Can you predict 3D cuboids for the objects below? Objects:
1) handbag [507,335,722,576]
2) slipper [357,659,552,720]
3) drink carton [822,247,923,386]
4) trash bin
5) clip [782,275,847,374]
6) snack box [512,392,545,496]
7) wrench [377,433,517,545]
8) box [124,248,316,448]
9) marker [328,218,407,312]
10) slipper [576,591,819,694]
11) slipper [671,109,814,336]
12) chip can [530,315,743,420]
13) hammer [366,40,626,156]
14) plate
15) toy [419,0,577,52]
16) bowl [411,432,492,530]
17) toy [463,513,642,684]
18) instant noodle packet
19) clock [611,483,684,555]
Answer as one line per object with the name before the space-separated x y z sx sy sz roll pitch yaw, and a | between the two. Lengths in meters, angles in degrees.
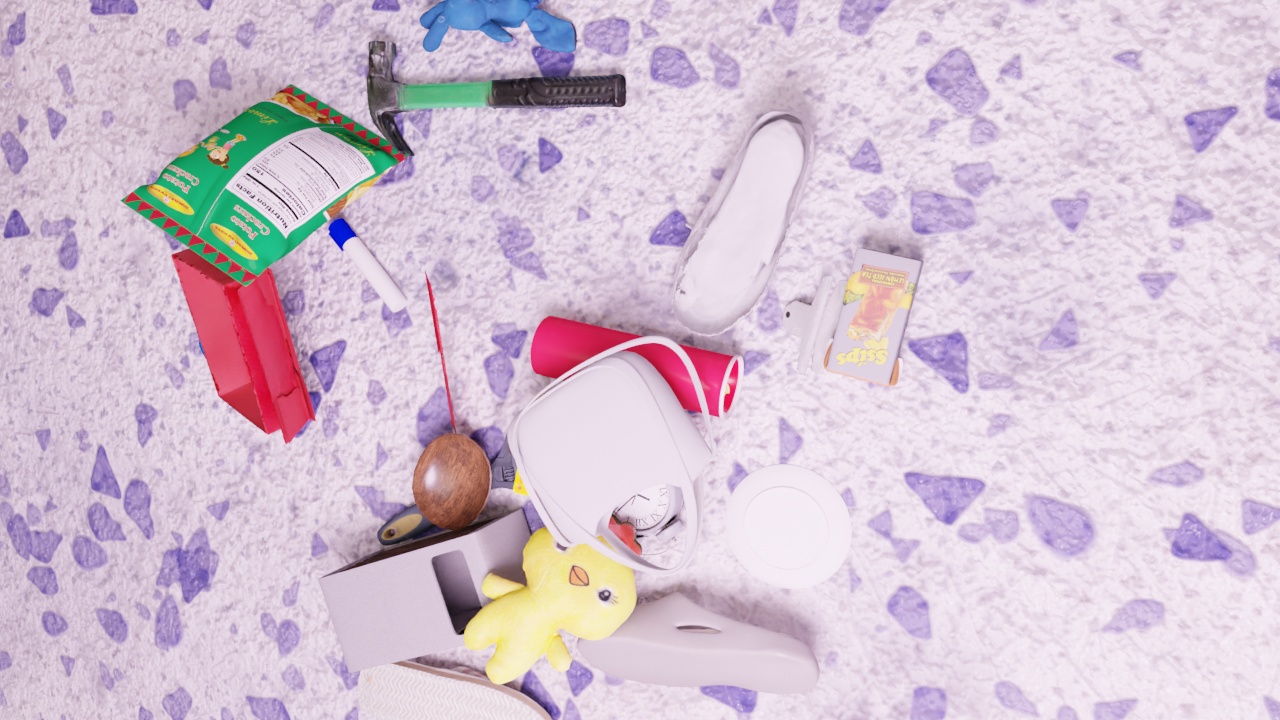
handbag | -0.011 0.110 0.910 0.216 0.095 0.222 -33 85 20
slipper | -0.221 0.426 1.119 0.263 0.052 0.115 13 102 15
drink carton | 0.229 -0.043 0.896 0.076 0.048 0.125 16 101 18
trash bin | -0.238 0.268 1.073 0.229 0.114 0.114 -19 89 22
clip | 0.175 -0.038 0.931 0.058 0.052 0.102 13 101 -10
snack box | -0.087 0.099 1.017 0.083 0.061 0.106 13 100 4
wrench | -0.214 0.160 1.101 0.274 0.022 0.073 -29 86 21
box | -0.489 -0.007 1.059 0.165 0.152 0.214 28 135 37
marker | -0.332 -0.115 1.116 0.133 0.023 0.027 51 131 9
slipper | 0.063 0.295 0.985 0.266 0.080 0.113 -6 136 28
slipper | 0.101 -0.135 0.920 0.112 0.074 0.247 34 117 21
chip can | -0.006 0.006 0.980 0.221 0.069 0.069 13 100 19
hammer | -0.168 -0.297 1.030 0.319 0.032 0.130 4 97 20
plate | 0.154 0.177 0.969 0.135 0.011 0.134 2 97 21
toy | -0.161 -0.382 0.995 0.176 0.071 0.112 -6 81 8
bowl | -0.215 0.140 1.074 0.102 0.026 0.114 34 103 18
toy | -0.088 0.249 0.970 0.134 0.207 0.092 48 153 15
instant noodle packet | -0.425 -0.210 1.053 0.195 0.252 0.090 32 149 15
clock | 0.002 0.156 1.012 0.095 0.035 0.122 -12 91 22
